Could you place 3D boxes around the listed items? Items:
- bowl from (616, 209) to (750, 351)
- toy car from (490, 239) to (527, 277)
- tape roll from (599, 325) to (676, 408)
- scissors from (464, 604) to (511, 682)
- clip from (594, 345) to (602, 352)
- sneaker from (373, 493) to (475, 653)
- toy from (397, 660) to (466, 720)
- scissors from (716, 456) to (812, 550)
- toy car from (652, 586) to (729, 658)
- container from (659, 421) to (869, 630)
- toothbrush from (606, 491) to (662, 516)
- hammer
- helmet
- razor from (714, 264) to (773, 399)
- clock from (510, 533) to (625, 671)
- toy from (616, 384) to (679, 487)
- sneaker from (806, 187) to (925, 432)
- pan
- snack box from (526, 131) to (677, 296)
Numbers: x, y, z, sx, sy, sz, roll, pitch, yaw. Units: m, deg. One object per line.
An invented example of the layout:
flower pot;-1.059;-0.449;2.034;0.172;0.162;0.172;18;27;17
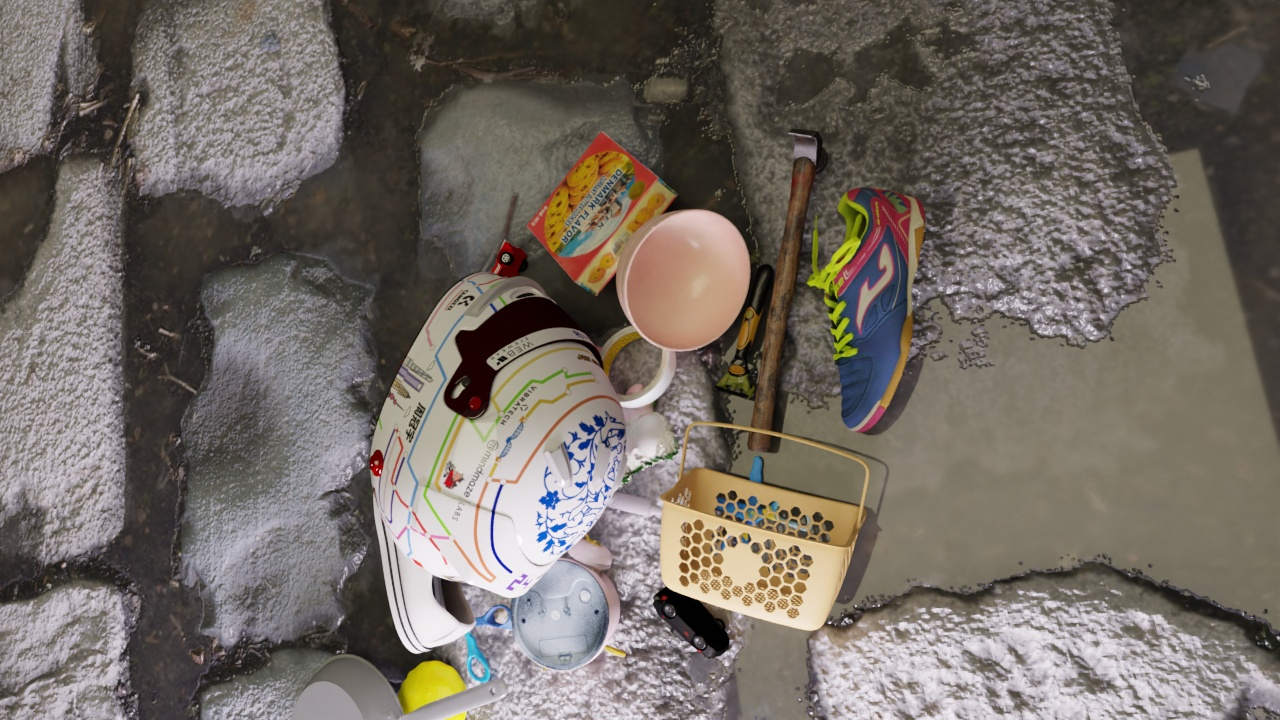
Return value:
bowl;0.034;-0.090;0.972;0.076;0.153;0.153;29;96;57
toy car;-0.168;-0.097;1.095;0.025;0.038;0.089;34;96;24
tape roll;-0.006;0.006;1.013;0.094;0.019;0.094;-14;60;25
scissors;-0.195;0.305;1.075;0.119;0.014;0.129;-45;66;15
clip;-0.063;-0.016;1.054;0.045;0.023;0.060;-36;74;9
sneaker;-0.237;0.204;1.058;0.097;0.091;0.245;-15;73;16
toy;-0.242;0.398;1.066;0.096;0.041;0.094;-16;74;20
scissors;0.120;0.163;0.963;0.130;0.013;0.125;4;87;18
toy car;0.052;0.276;0.964;0.091;0.042;0.036;44;125;20
container;0.118;0.151;0.892;0.183;0.129;0.167;12;100;20
toothbrush;-0.018;0.157;1.016;0.188;0.018;0.019;10;89;22
hammer;0.145;-0.068;0.939;0.033;0.120;0.330;10;94;18
helmet;-0.128;0.078;0.934;0.236;0.231;0.314;22;81;26
razor;0.116;-0.033;0.975;0.044;0.021;0.144;17;92;40
clock;-0.082;0.257;1.008;0.117;0.058;0.158;-14;79;19
toy;-0.004;0.078;1.010;0.096;0.041;0.108;-27;59;17
sneaker;0.213;-0.052;0.912;0.091;0.116;0.241;11;83;-6
pan;-0.288;0.419;1.044;0.358;0.050;0.200;-30;72;31
snack box;-0.046;-0.166;1.024;0.143;0.040;0.145;-50;43;9
